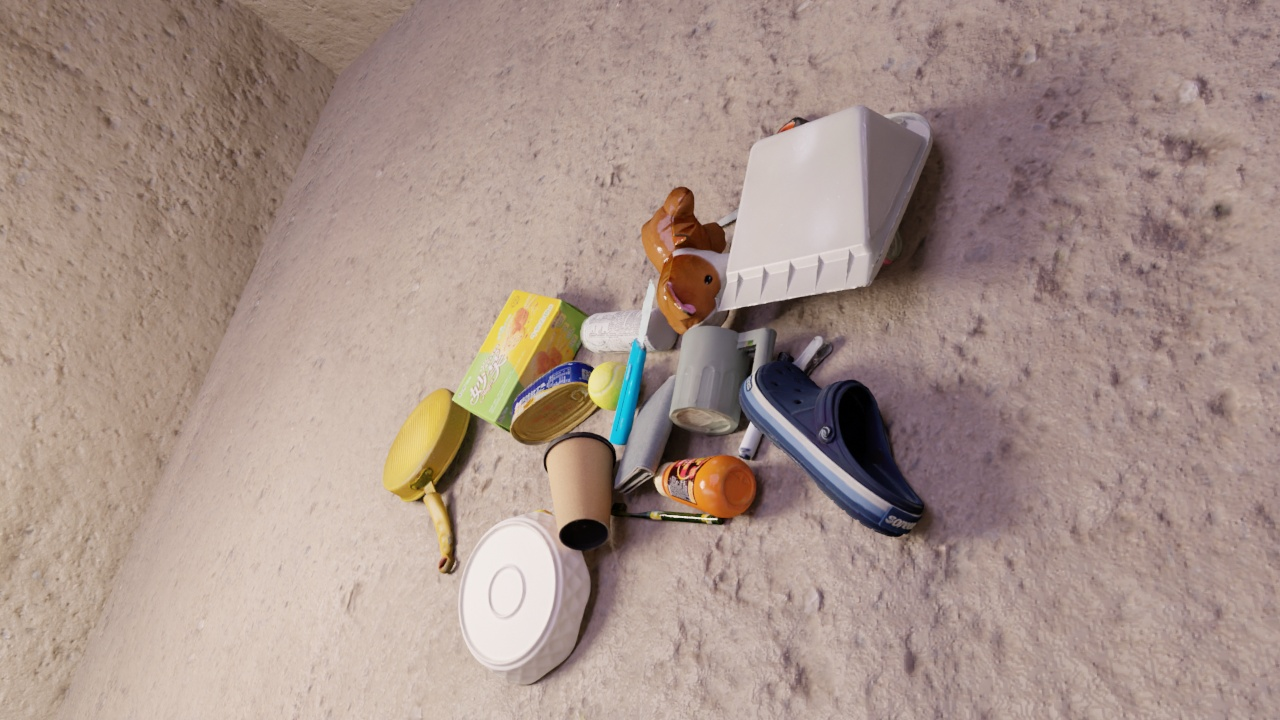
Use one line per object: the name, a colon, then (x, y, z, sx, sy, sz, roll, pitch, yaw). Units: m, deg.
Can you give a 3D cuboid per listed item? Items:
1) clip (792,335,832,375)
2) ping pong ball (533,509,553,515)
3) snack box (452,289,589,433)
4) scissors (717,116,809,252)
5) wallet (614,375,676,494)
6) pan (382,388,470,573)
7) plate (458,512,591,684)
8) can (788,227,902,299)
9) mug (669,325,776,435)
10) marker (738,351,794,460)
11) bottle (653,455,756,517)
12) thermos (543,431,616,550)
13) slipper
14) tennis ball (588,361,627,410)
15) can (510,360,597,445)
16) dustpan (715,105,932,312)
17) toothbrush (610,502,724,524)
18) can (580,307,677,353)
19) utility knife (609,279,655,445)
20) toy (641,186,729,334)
clip: (0.186, -0.001, 1.011, 0.058, 0.036, 0.025, -52, 33, 11)
ping pong ball: (-0.128, 0.214, 1.191, 0.040, 0.040, 0.040, -30, 42, 32)
snack box: (-0.182, 0.002, 1.402, 0.158, 0.070, 0.210, 17, 76, 54)
scissors: (0.175, -0.230, 1.203, 0.233, 0.021, 0.220, -6, 58, 47)
wallet: (0.013, 0.093, 1.106, 0.107, 0.037, 0.129, -48, 18, 59)
pan: (-0.328, 0.189, 1.450, 0.198, 0.078, 0.356, -45, 30, 20)
plate: (-0.151, 0.285, 1.122, 0.205, 0.045, 0.204, -16, 63, 35)
can: (0.215, -0.116, 1.031, 0.148, 0.058, 0.057, -19, 49, 41)
mug: (0.095, 0.021, 1.045, 0.124, 0.083, 0.103, -12, 55, 42)
marker: (0.140, 0.050, 1.022, 0.130, 0.018, 0.023, -66, 17, -15)
bottle: (0.062, 0.135, 1.016, 0.150, 0.066, 0.066, -4, 59, 57)
thermos: (-0.072, 0.157, 1.120, 0.093, 0.093, 0.143, -37, 36, 25)
slipper: (0.184, 0.063, 0.881, 0.095, 0.105, 0.252, -54, 36, 15)
tennis ball: (-0.036, 0.033, 1.205, 0.066, 0.065, 0.065, -30, 42, 32)
can: (-0.120, 0.060, 1.278, 0.148, 0.074, 0.049, -36, 36, 26)
dustpan: (0.221, -0.176, 1.033, 0.223, 0.142, 0.257, -7, 74, 51)
toothbrush: (0.027, 0.177, 1.062, 0.186, 0.012, 0.017, -6, 47, 48)
can: (-0.017, -0.039, 1.248, 0.147, 0.058, 0.058, -2, 61, 49)
utility knife: (-0.007, 0.007, 1.147, 0.034, 0.018, 0.223, 41, 123, 55)
toy: (0.070, -0.109, 1.134, 0.131, 0.140, 0.199, -22, 50, 27)
